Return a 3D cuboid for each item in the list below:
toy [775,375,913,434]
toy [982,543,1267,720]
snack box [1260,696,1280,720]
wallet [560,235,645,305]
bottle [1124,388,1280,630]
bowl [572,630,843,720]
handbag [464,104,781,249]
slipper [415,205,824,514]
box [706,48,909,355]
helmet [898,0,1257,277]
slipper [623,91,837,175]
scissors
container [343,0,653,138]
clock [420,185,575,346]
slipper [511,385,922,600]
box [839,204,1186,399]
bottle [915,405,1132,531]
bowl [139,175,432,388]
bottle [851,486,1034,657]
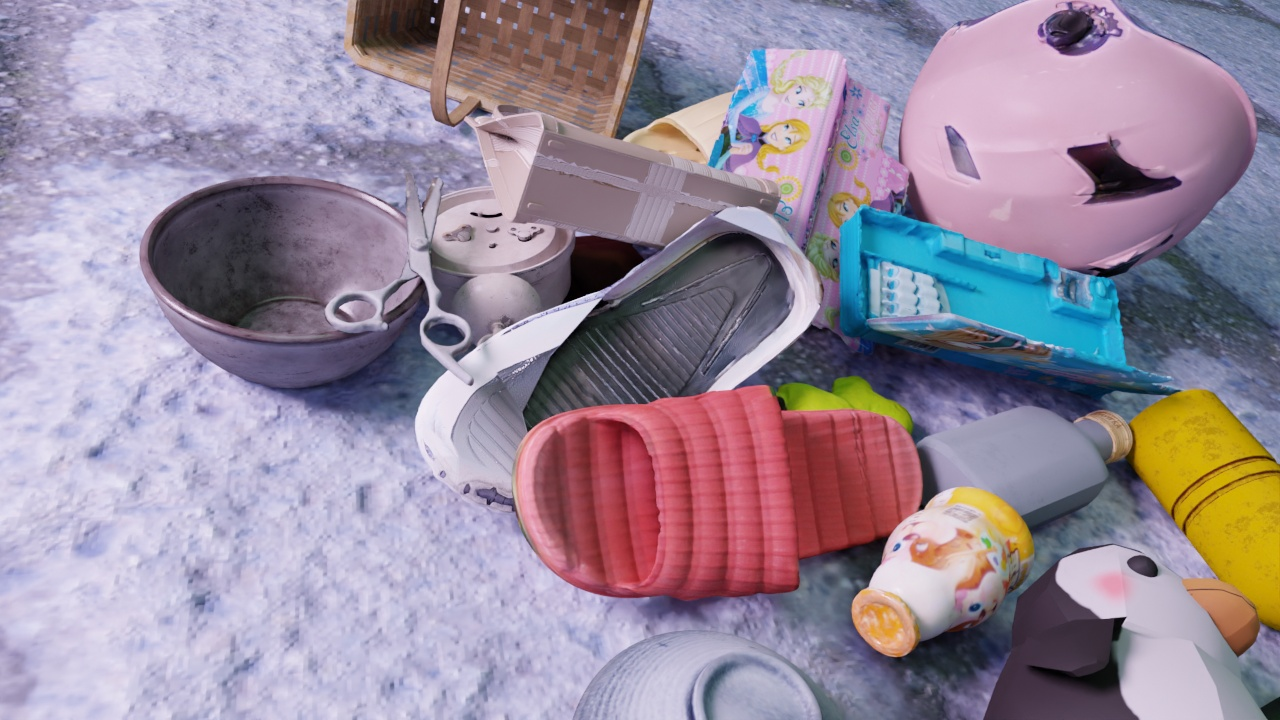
[{"bbox_3d":[0.126,0.038,0.567,0.094,0.036,0.093,34,37,9],"label":"toy"},{"bbox_3d":[0.210,0.161,0.411,0.159,0.140,0.183,53,31,-8],"label":"toy"},{"bbox_3d":[0.345,0.209,0.458,0.147,0.025,0.080,-9,47,-29],"label":"snack box"},{"bbox_3d":[-0.025,-0.053,0.632,0.091,0.018,0.115,-9,45,-28],"label":"wallet"},{"bbox_3d":[0.373,0.099,0.560,0.071,0.071,0.163,2,42,-18],"label":"bottle"},{"bbox_3d":[0.041,0.159,0.381,0.137,0.057,0.136,10,40,-9],"label":"bowl"},{"bbox_3d":[-0.035,-0.138,0.615,0.175,0.062,0.198,7,24,-35],"label":"handbag"},{"bbox_3d":[-0.003,0.003,0.520,0.263,0.063,0.111,-37,86,-27],"label":"slipper"},{"bbox_3d":[0.126,-0.129,0.677,0.160,0.063,0.230,18,65,1],"label":"box"},{"bbox_3d":[0.317,-0.152,0.714,0.256,0.230,0.152,20,63,35],"label":"helmet"},{"bbox_3d":[0.096,-0.193,0.789,0.260,0.079,0.111,-12,45,-32],"label":"slipper"},{"bbox_3d":[-0.109,-0.049,0.491,0.118,0.014,0.160,22,43,7],"label":"scissors"},{"bbox_3d":[-0.121,-0.281,0.752,0.250,0.158,0.186,20,29,3],"label":"container"},{"bbox_3d":[-0.089,-0.047,0.565,0.103,0.061,0.156,-5,40,-7],"label":"clock"},{"bbox_3d":[0.058,0.064,0.462,0.248,0.059,0.103,1,81,-28],"label":"slipper"},{"bbox_3d":[0.252,-0.019,0.627,0.227,0.085,0.170,13,32,-17],"label":"box"},{"bbox_3d":[0.245,0.064,0.572,0.161,0.046,0.072,-12,48,-31],"label":"bottle"},{"bbox_3d":[-0.193,-0.035,0.509,0.145,0.067,0.144,10,40,-9],"label":"bowl"},{"bbox_3d":[0.154,0.110,0.474,0.108,0.063,0.063,-23,55,-37],"label":"bottle"}]
